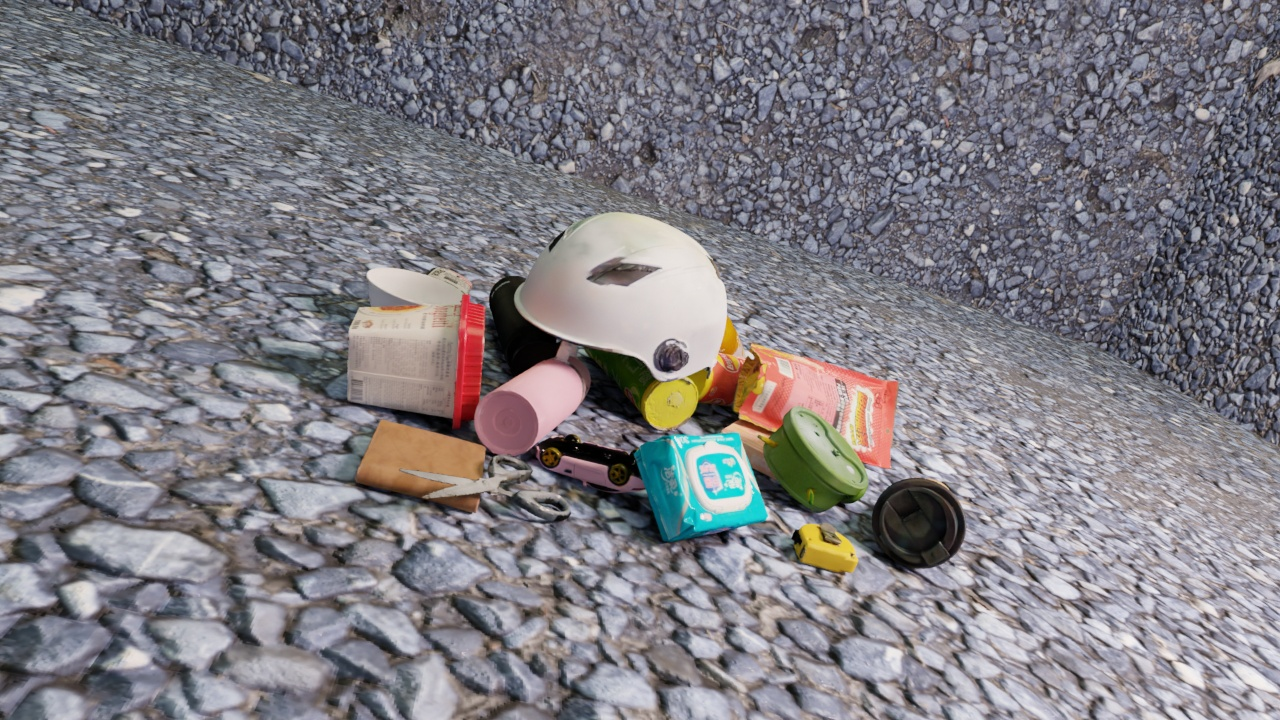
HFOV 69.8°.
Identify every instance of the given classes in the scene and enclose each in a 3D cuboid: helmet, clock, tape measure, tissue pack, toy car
[{"bbox_3d":[-0.006,-0.088,1.040,0.258,0.146,0.229,9,20,-47],"label":"helmet"},{"bbox_3d":[0.199,0.111,1.026,0.161,0.056,0.116,4,46,-57],"label":"clock"},{"bbox_3d":[0.179,0.179,0.890,0.060,0.029,0.057,17,16,-9],"label":"tape measure"},{"bbox_3d":[0.061,0.115,0.856,0.133,0.050,0.093,2,64,-47],"label":"tissue pack"},{"bbox_3d":[-0.042,0.101,0.879,0.122,0.037,0.056,12,15,20],"label":"toy car"}]

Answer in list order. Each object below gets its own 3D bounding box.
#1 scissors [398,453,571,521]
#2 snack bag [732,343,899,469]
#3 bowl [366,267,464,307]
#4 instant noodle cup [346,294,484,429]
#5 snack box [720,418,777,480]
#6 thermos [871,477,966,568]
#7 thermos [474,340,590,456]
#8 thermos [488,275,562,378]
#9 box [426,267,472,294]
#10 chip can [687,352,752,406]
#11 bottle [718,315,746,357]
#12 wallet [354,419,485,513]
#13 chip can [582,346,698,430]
[{"bbox_3d":[-0.120,0.104,0.750,0.163,0.014,0.164,32,9,-13],"label":"scissors"},{"bbox_3d":[0.223,0.054,1.135,0.208,0.073,0.128,17,60,-10],"label":"snack bag"},{"bbox_3d":[-0.268,-0.057,1.070,0.118,0.065,0.118,19,17,-6],"label":"bowl"},{"bbox_3d":[-0.217,-0.003,0.894,0.124,0.117,0.116,4,20,-11],"label":"instant noodle cup"},{"bbox_3d":[0.156,0.099,1.121,0.084,0.026,0.157,27,18,19],"label":"snack box"},{"bbox_3d":[0.301,0.166,0.981,0.093,0.093,0.143,26,9,20],"label":"thermos"},{"bbox_3d":[-0.100,0.030,0.942,0.067,0.087,0.198,18,16,10],"label":"thermos"},{"bbox_3d":[-0.135,-0.044,1.146,0.068,0.090,0.242,59,-1,-27],"label":"thermos"},{"bbox_3d":[-0.265,-0.089,1.231,0.068,0.052,0.164,8,16,-4],"label":"box"},{"bbox_3d":[0.135,0.030,1.218,0.216,0.073,0.073,10,19,-44],"label":"chip can"},{"bbox_3d":[0.101,-0.024,1.253,0.068,0.068,0.189,26,-11,21],"label":"bottle"},{"bbox_3d":[-0.184,0.088,0.789,0.101,0.020,0.115,17,15,-10],"label":"wallet"},{"bbox_3d":[-0.007,0.007,1.150,0.072,0.073,0.221,10,20,-29],"label":"chip can"}]
